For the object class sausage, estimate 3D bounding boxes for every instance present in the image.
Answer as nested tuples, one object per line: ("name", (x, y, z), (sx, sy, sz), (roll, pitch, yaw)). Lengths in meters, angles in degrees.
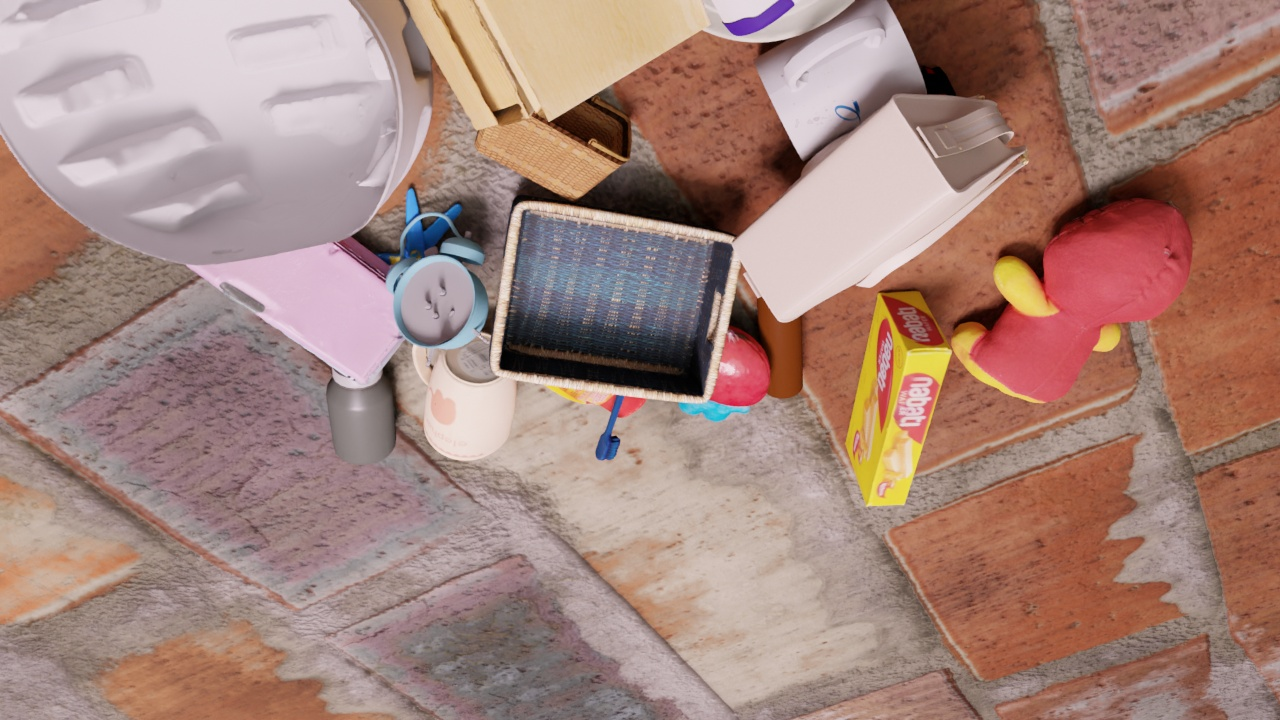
("sausage", (0.128, -0.029, 0.843), (0.040, 0.040, 0.156), (-8, 130, 2))

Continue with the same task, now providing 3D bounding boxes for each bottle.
("bottle", (-0.052, 0.005, 0.849), (0.134, 0.048, 0.072), (35, 115, -29))
("bottle", (-0.261, 0.043, 0.858), (0.060, 0.060, 0.109), (3, 130, -7))

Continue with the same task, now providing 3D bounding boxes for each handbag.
("handbag", (0.198, -0.124, 0.699), (0.197, 0.101, 0.195), (-21, 167, -42))

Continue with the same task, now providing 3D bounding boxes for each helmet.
("helmet", (-0.275, -0.177, 0.589), (0.282, 0.183, 0.224), (-16, 115, 1))

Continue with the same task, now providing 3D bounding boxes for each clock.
("clock", (-0.164, -0.063, 0.734), (0.087, 0.123, 0.042), (-21, 165, 16))

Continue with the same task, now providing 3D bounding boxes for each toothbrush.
("toothbrush", (-0.005, 0.005, 0.829), (0.017, 0.016, 0.190), (8, 107, -36))

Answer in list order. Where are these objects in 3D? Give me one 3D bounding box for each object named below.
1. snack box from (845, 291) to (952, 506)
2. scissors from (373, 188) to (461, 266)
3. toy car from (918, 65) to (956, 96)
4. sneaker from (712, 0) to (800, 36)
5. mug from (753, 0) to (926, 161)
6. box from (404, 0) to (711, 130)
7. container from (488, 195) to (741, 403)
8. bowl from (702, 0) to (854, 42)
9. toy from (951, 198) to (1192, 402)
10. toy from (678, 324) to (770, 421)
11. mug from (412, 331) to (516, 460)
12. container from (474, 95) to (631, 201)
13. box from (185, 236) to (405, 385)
("snack box", (0.240, 0.040, 0.874), (0.042, 0.092, 0.201), (-1, 130, -4))
("scissors", (-0.183, -0.087, 0.784), (0.109, 0.018, 0.131), (33, 121, -30))
("toy car", (0.195, -0.193, 0.710), (0.092, 0.042, 0.036), (-21, 154, 14))
("sneaker", (0.120, -0.304, 0.514), (0.244, 0.091, 0.111), (-37, 109, 12))
("mug", (0.138, -0.205, 0.648), (0.096, 0.083, 0.119), (-26, 171, 16))
("box", (-0.090, -0.274, 0.527), (0.179, 0.141, 0.249), (10, 143, 40))
("container", (-0.024, -0.051, 0.759), (0.187, 0.071, 0.145), (8, 103, -12))
("bowl", (0.079, -0.302, 0.591), (0.176, 0.057, 0.177), (-4, 126, -5))
("toy", (0.389, -0.051, 0.812), (0.147, 0.098, 0.217), (14, 133, -26))
("toy", (0.074, 0.015, 0.864), (0.092, 0.062, 0.133), (29, 146, 5))
("mug", (-0.163, 0.019, 0.828), (0.111, 0.085, 0.105), (40, 143, 14))
("container", (-0.070, -0.173, 0.693), (0.114, 0.063, 0.061), (25, 131, -23))
("box", (-0.289, -0.076, 0.734), (0.099, 0.080, 0.232), (-35, 120, 25))
